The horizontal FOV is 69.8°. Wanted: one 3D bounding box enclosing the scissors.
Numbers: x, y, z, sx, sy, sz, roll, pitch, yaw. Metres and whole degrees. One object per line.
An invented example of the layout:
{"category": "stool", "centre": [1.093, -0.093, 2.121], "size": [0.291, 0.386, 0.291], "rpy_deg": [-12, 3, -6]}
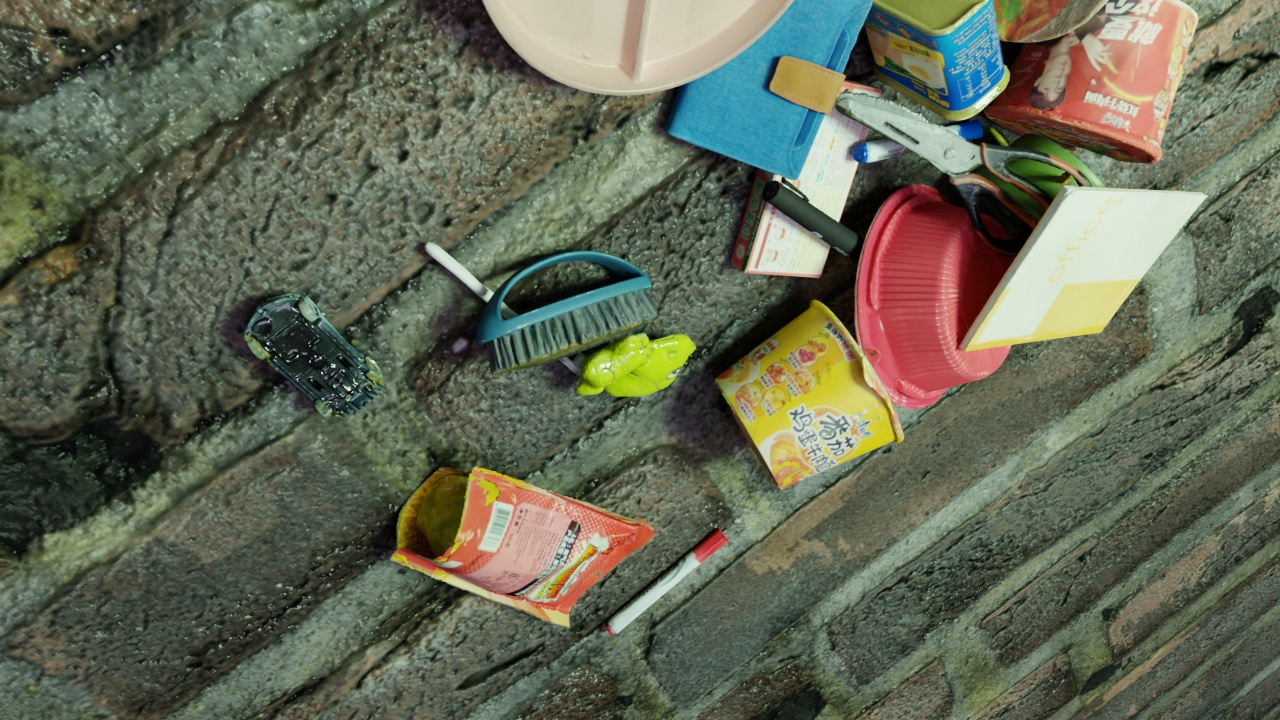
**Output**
{"category": "scissors", "centre": [0.235, -0.136, 0.688], "size": [0.209, 0.015, 0.182], "rpy_deg": [-7, 121, 6]}

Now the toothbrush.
{"category": "toothbrush", "centre": [-0.091, -0.034, 0.677], "size": [0.016, 0.016, 0.180], "rpy_deg": [-51, 129, -2]}

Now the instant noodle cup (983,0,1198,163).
{"category": "instant noodle cup", "centre": [0.358, -0.227, 0.722], "size": [0.137, 0.138, 0.109], "rpy_deg": [10, 105, -32]}

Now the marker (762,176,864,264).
{"category": "marker", "centre": [0.143, -0.106, 0.714], "size": [0.132, 0.020, 0.022], "rpy_deg": [24, 117, -39]}

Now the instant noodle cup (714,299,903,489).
{"category": "instant noodle cup", "centre": [0.134, 0.034, 0.766], "size": [0.110, 0.138, 0.138], "rpy_deg": [-30, 128, 2]}

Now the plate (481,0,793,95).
{"category": "plate", "centre": [0.011, -0.258, 0.524], "size": [0.229, 0.028, 0.230], "rpy_deg": [-17, 144, -13]}

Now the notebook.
{"category": "notebook", "centre": [0.352, -0.073, 0.728], "size": [0.205, 0.010, 0.146], "rpy_deg": [-6, 133, -36]}

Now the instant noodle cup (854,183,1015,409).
{"category": "instant noodle cup", "centre": [0.258, -0.053, 0.763], "size": [0.193, 0.066, 0.194], "rpy_deg": [-3, 94, -43]}

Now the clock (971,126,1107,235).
{"category": "clock", "centre": [0.349, -0.129, 0.780], "size": [0.056, 0.116, 0.161], "rpy_deg": [-46, 133, 11]}

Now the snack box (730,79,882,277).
{"category": "snack box", "centre": [0.128, -0.142, 0.717], "size": [0.077, 0.027, 0.156], "rpy_deg": [1, 118, -28]}

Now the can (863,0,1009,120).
{"category": "can", "centre": [0.203, -0.230, 0.644], "size": [0.057, 0.102, 0.083], "rpy_deg": [-42, 141, 0]}

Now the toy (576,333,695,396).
{"category": "toy", "centre": [-0.004, 0.004, 0.722], "size": [0.097, 0.031, 0.100], "rpy_deg": [-32, 156, 5]}

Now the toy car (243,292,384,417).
{"category": "toy car", "centre": [-0.219, -0.005, 0.618], "size": [0.049, 0.031, 0.105], "rpy_deg": [-38, 130, -3]}

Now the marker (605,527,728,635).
{"category": "marker", "centre": [0.025, 0.214, 0.886], "size": [0.145, 0.017, 0.017], "rpy_deg": [-39, 128, -1]}

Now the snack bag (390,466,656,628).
{"category": "snack bag", "centre": [-0.094, 0.156, 0.764], "size": [0.129, 0.073, 0.207], "rpy_deg": [-49, 133, 12]}

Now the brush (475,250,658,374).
{"category": "brush", "centre": [-0.054, -0.041, 0.661], "size": [0.143, 0.055, 0.073], "rpy_deg": [-20, 94, -32]}

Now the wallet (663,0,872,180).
{"category": "wallet", "centre": [0.087, -0.203, 0.636], "size": [0.106, 0.040, 0.133], "rpy_deg": [19, 111, -7]}

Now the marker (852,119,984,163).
{"category": "marker", "centre": [0.224, -0.175, 0.733], "size": [0.145, 0.017, 0.017], "rpy_deg": [-18, 126, -32]}

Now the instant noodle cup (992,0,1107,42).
{"category": "instant noodle cup", "centre": [0.278, -0.309, 0.616], "size": [0.111, 0.151, 0.151], "rpy_deg": [-41, 131, -23]}
